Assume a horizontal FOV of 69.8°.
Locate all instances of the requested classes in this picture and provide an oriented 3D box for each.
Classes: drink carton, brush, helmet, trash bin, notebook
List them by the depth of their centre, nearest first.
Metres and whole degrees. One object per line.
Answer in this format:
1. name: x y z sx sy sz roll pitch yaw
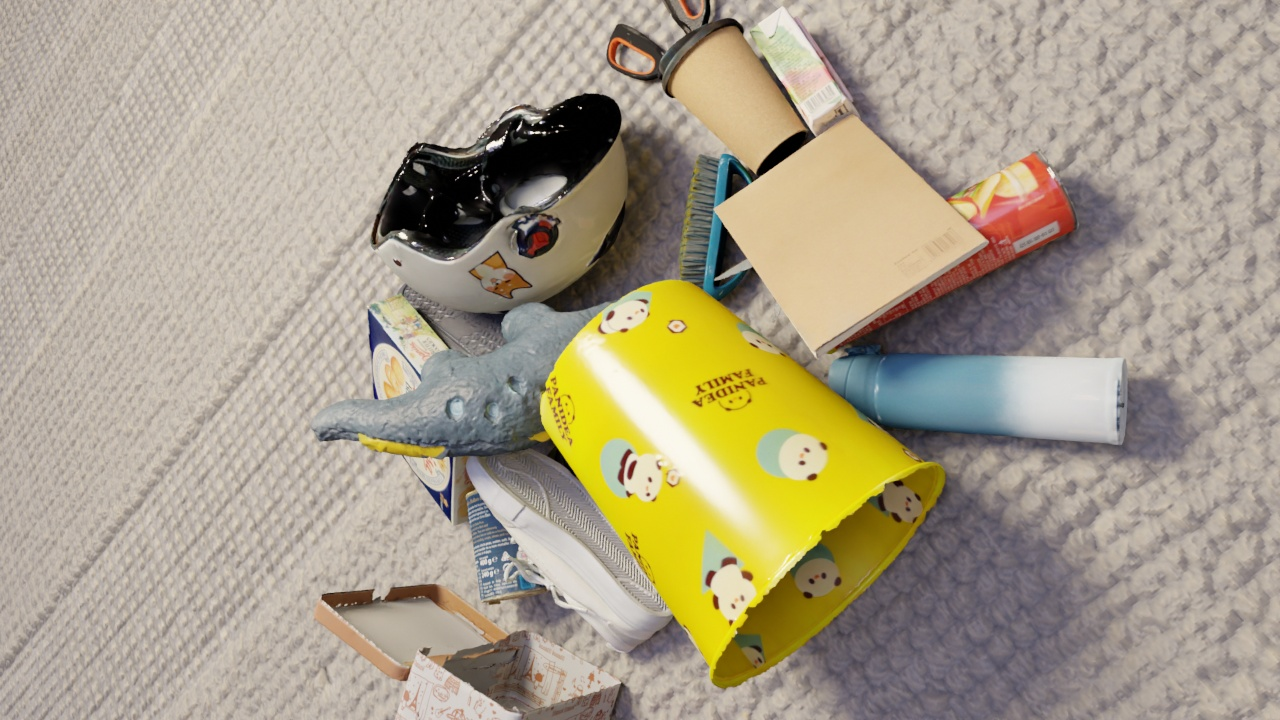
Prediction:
1. trash bin: 0.065 0.083 0.731 0.255 0.229 0.230 46 106 29
2. notebook: 0.160 -0.111 0.749 0.149 0.012 0.211 -34 44 9
3. drink carton: 0.152 -0.263 0.842 0.046 0.053 0.122 -33 66 18
4. brush: 0.077 -0.125 0.866 0.073 0.055 0.143 6 84 10
5. helmet: -0.124 -0.140 0.924 0.274 0.157 0.229 -20 40 7

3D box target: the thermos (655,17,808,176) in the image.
1. thermos: 0.087 -0.244 0.852 0.093 0.093 0.143 -40 79 20

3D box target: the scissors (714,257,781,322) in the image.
1. scissors: 0.145 -0.118 0.821 0.181 0.014 0.159 -17 64 13

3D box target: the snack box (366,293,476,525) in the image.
1. snack box: -0.225 0.053 0.970 0.182 0.045 0.178 45 143 30

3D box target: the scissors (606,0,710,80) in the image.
1. scissors: 0.048 -0.298 0.934 0.205 0.021 0.224 -11 81 30

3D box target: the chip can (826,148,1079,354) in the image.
1. chip can: 0.230 -0.083 0.736 0.217 0.073 0.073 -28 68 18

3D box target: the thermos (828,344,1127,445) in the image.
1. thermos: 0.258 0.025 0.720 0.221 0.070 0.070 3 83 32

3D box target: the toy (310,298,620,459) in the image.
1. toy: -0.115 0.019 0.834 0.355 0.091 0.138 -24 41 -16

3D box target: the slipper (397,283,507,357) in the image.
1. slipper: -0.157 -0.015 0.977 0.110 0.083 0.268 -36 50 -27

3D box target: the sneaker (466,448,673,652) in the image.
1. sneaker: -0.078 0.179 0.872 0.242 0.089 0.091 42 121 8

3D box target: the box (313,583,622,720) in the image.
1. box: -0.170 0.293 0.874 0.261 0.177 0.082 20 92 31

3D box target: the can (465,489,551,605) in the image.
1. can: -0.132 0.185 0.928 0.075 0.075 0.111 -20 72 28

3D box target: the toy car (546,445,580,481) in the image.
1. toy car: -0.039 0.099 0.907 0.158 0.042 0.070 -31 66 27
